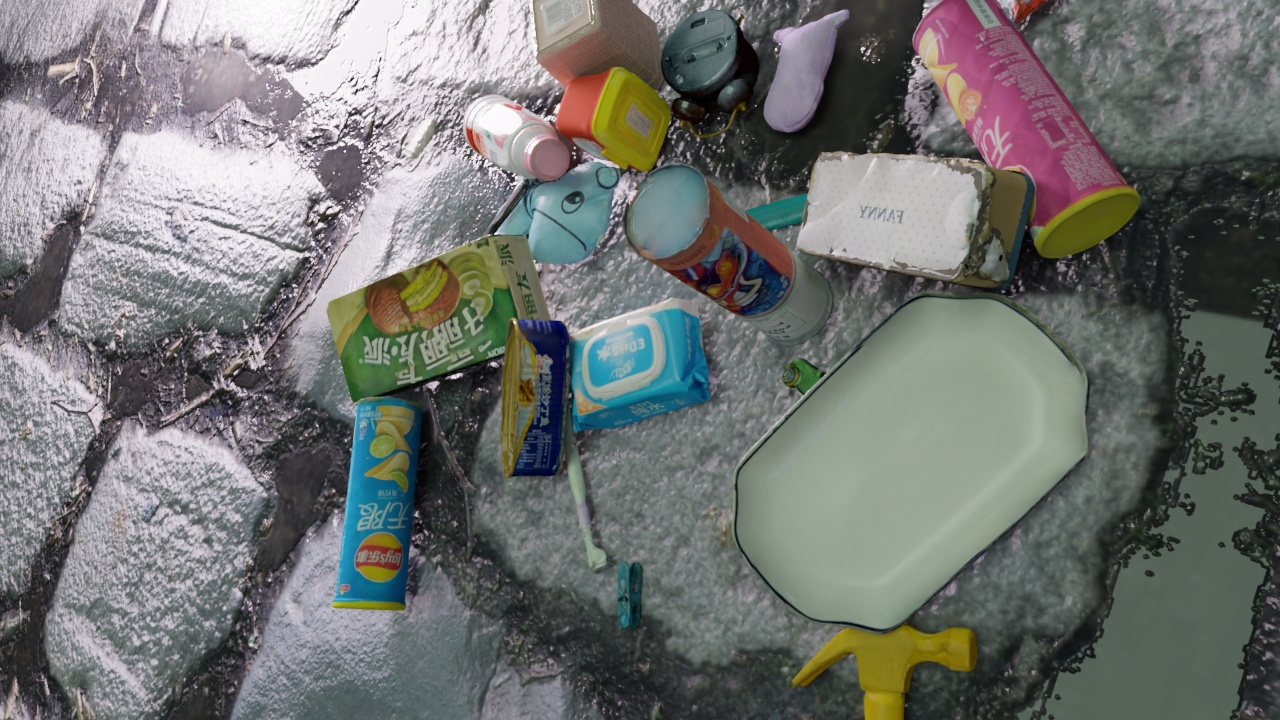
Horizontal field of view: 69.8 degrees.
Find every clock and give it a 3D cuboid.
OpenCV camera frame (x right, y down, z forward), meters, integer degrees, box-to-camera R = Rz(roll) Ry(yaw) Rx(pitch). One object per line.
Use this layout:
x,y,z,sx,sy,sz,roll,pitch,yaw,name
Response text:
0.066,-0.265,0.854,0.082,0.055,0.121,-8,72,31,clock

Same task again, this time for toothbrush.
-0.058,0.103,0.847,0.029,0.020,0.189,-53,45,50,toothbrush
-0.168,-0.126,0.963,0.182,0.018,0.015,-44,45,31,toothbrush

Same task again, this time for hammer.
0.165,0.328,0.620,0.129,0.032,0.300,-7,72,32,hammer

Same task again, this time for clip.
-0.010,0.200,0.783,0.014,0.042,0.056,-9,72,34,clip

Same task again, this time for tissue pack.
-0.005,0.005,0.812,0.140,0.063,0.090,-18,66,28,tissue pack

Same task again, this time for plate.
0.187,0.071,0.653,0.266,0.034,0.162,-46,77,8,plate

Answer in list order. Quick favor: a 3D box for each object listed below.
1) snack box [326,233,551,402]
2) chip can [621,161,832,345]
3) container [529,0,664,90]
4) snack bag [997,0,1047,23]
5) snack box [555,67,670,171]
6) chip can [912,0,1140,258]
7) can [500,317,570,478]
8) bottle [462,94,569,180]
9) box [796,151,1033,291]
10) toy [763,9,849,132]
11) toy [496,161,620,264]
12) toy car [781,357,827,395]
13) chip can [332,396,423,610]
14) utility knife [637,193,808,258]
-0.209,-0.040,0.943,0.241,0.063,0.114,-16,89,28,snack box
0.073,-0.074,0.691,0.071,0.214,0.071,-11,70,31,chip can
-0.045,-0.316,0.908,0.090,0.111,0.090,-19,66,28,container
0.290,-0.307,0.735,0.048,0.026,0.104,-34,59,6,snack bag
-0.029,-0.231,0.887,0.080,0.091,0.082,15,83,42,snack box
0.278,-0.179,0.677,0.072,0.071,0.210,-31,60,22,chip can
-0.097,0.035,0.840,0.074,0.049,0.148,-145,58,-69,can
-0.122,-0.221,0.920,0.068,0.068,0.197,-57,33,6,bottle
0.192,-0.107,0.683,0.184,0.061,0.090,27,109,55,box
0.138,-0.253,0.812,0.084,0.039,0.108,7,83,53,toy
-0.085,-0.145,0.921,0.162,0.049,0.156,-50,55,20,toy
0.149,0.030,0.715,0.036,0.043,0.091,-52,57,11,toy car
-0.266,0.147,0.939,0.071,0.071,0.210,-9,70,31,chip can
0.088,-0.120,0.819,0.216,0.013,0.029,-11,70,31,utility knife
